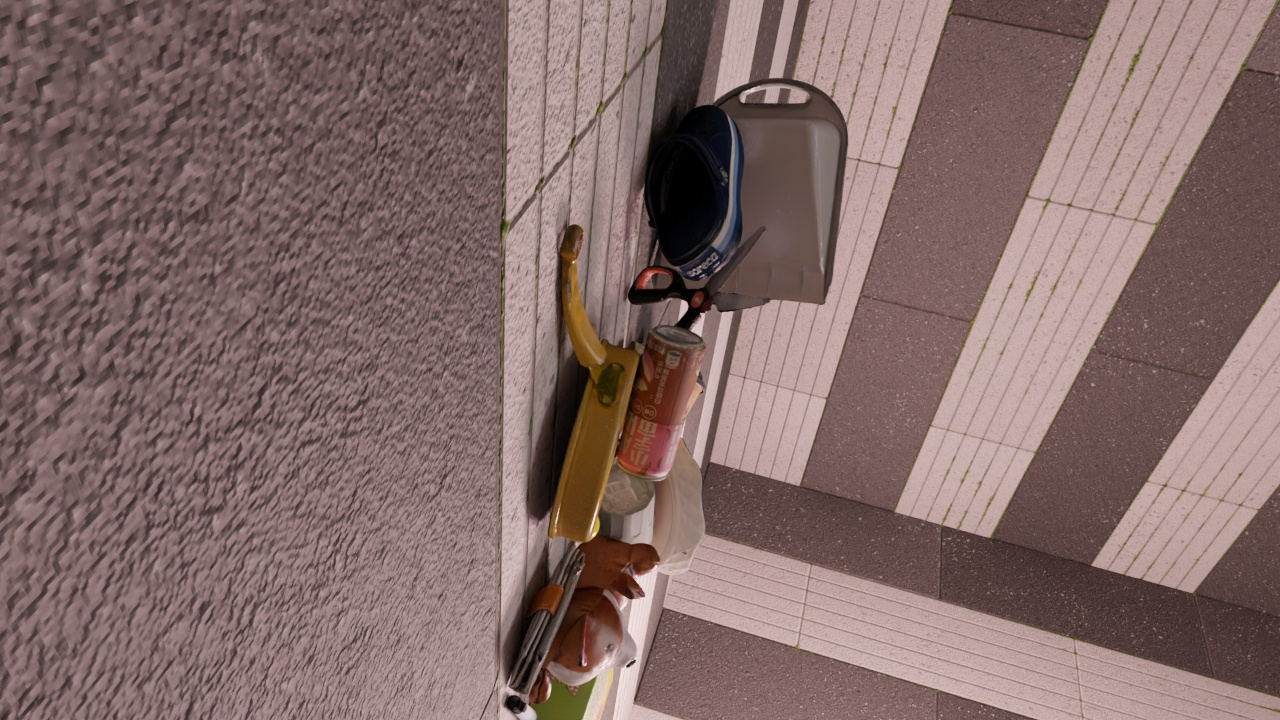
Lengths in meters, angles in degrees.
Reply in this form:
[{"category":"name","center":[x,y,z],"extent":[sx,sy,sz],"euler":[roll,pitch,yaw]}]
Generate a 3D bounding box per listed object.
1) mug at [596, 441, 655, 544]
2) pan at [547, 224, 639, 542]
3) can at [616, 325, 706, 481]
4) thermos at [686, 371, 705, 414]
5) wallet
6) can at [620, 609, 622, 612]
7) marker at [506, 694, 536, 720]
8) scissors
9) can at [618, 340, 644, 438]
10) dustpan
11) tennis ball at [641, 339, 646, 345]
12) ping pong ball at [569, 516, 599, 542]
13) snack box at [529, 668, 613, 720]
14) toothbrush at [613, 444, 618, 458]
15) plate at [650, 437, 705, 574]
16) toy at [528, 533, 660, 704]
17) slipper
[{"category":"mug","center":[-0.028,0.175,1.156],"extent":[0.104,0.083,0.123],"euler":[94,-13,-47]},{"category":"pan","center":[-0.048,0.023,0.825],"extent":[0.358,0.078,0.197],"euler":[104,0,-49]},{"category":"can","center":[0.019,0.042,0.902],"extent":[0.057,0.058,0.147],"euler":[-52,158,-69]},{"category":"thermos","center":[0.028,0.065,1.281],"extent":[0.093,0.093,0.143],"euler":[79,35,-71]},{"category":"wallet","center":[-0.099,0.262,0.937],"extent":[0.107,0.037,0.129],"euler":[111,1,-50]},{"category":"can","center":[-0.052,0.340,1.301],"extent":[0.058,0.058,0.146],"euler":[11,94,-82]},{"category":"marker","center":[-0.128,0.382,0.999],"extent":[0.018,0.022,0.131],"euler":[-59,165,-24]},{"category":"scissors","center":[0.045,-0.055,0.949],"extent":[0.221,0.021,0.232],"euler":[-61,-145,9]},{"category":"can","center":[0.002,0.038,1.046],"extent":[0.147,0.049,0.075],"euler":[-87,-162,-55]},{"category":"dustpan","center":[0.145,-0.215,1.122],"extent":[0.142,0.223,0.258],"euler":[-28,122,-63]},{"category":"tennis ball","center":[0.028,-0.003,1.212],"extent":[0.065,0.065,0.065],"euler":[16,89,-82]},{"category":"ping pong ball","center":[-0.065,0.177,0.995],"extent":[0.040,0.040,0.040],"euler":[16,89,-82]},{"category":"snack box","center":[-0.088,0.440,1.190],"extent":[0.210,0.070,0.157],"euler":[95,13,-50]},{"category":"toothbrush","center":[-0.031,0.107,1.036],"extent":[0.017,0.012,0.186],"euler":[-65,-175,-15]},{"category":"plate","center":[0.026,0.209,1.329],"extent":[0.205,0.045,0.204],"euler":[-11,-102,63]},{"category":"toy","center":[-0.053,0.296,1.050],"extent":[0.140,0.130,0.199],"euler":[-60,173,33]},{"category":"slipper","center":[0.048,-0.186,0.965],"extent":[0.095,0.105,0.252],"euler":[39,36,-33]}]
